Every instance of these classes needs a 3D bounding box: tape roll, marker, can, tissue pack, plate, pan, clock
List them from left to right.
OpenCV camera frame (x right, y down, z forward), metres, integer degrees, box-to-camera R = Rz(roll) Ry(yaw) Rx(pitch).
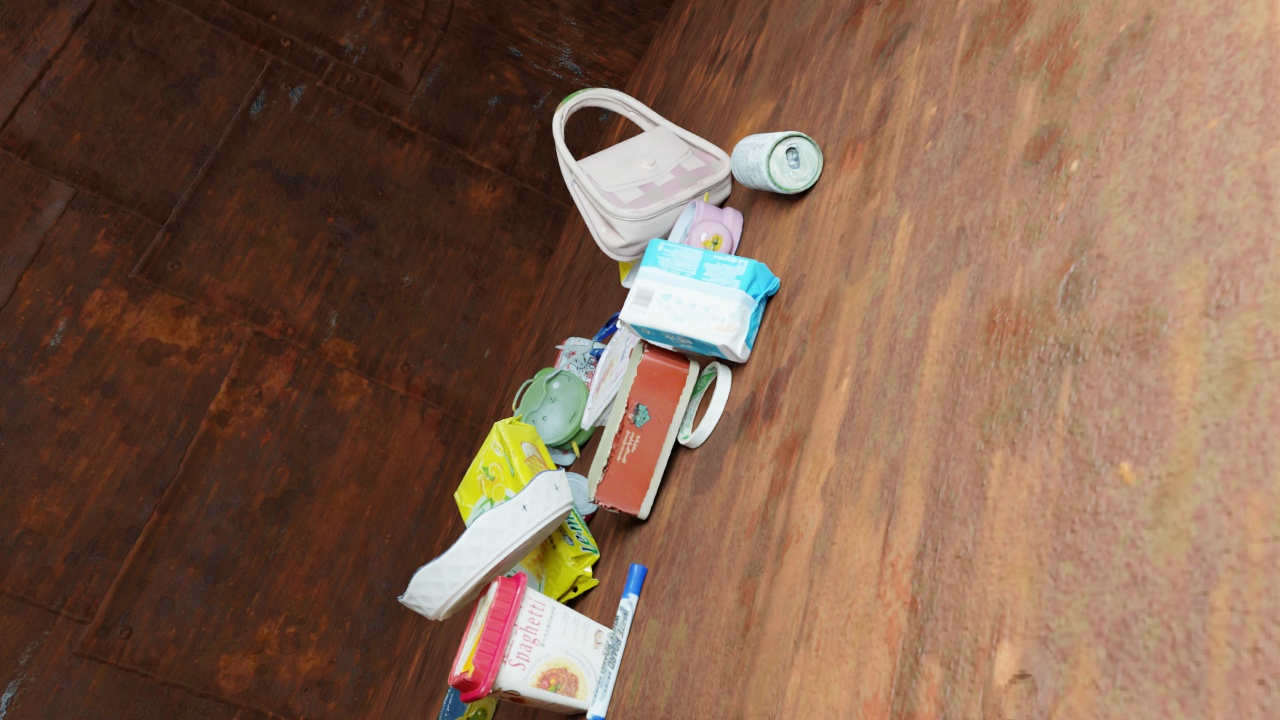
[{"bbox_3d":[-0.235,0.462,1.193,0.197,0.078,0.358,-67,12,-5],"label":"pan"},{"bbox_3d":[-0.145,0.187,0.917,0.204,0.045,0.205,-39,-10,-8],"label":"plate"},{"bbox_3d":[-0.130,0.072,1.365,0.161,0.056,0.116,23,79,36],"label":"clock"},{"bbox_3d":[-0.100,0.195,1.154,0.094,0.066,0.066,-57,15,35],"label":"can"},{"bbox_3d":[-0.021,0.253,0.821,0.017,0.017,0.145,-44,25,60],"label":"marker"},{"bbox_3d":[0.051,-0.055,0.853,0.090,0.140,0.063,-68,-28,-13],"label":"tissue pack"},{"bbox_3d":[0.067,-0.122,1.061,0.117,0.060,0.158,-60,15,28],"label":"clock"},{"bbox_3d":[0.061,0.043,0.880,0.086,0.014,0.085,-60,13,24],"label":"tape roll"},{"bbox_3d":[0.134,-0.199,0.923,0.058,0.058,0.146,-64,12,8],"label":"can"}]

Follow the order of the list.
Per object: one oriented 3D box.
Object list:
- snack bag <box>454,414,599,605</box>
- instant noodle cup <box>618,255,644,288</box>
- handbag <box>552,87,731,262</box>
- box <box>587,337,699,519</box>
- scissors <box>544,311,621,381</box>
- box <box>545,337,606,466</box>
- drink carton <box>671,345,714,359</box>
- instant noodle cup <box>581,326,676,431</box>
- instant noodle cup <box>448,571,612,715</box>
[{"bbox_3d":[-0.134,0.198,1.087,0.158,0.068,0.246,-57,49,34],"label":"snack bag"},{"bbox_3d":[0.021,-0.159,1.235,0.116,0.116,0.123,126,152,-47],"label":"instant noodle cup"},{"bbox_3d":[-0.016,-0.256,1.169,0.192,0.234,0.094,-29,-20,-27],"label":"handbag"},{"bbox_3d":[-0.007,0.065,0.927,0.091,0.077,0.168,-111,40,-78],"label":"box"},{"bbox_3d":[-0.068,-0.019,1.342,0.173,0.012,0.162,-39,30,-9],"label":"scissors"},{"bbox_3d":[-0.104,0.066,1.435,0.098,0.095,0.201,7,73,42],"label":"box"},{"bbox_3d":[0.049,-0.061,0.945,0.046,0.053,0.122,-50,39,36],"label":"drink carton"},{"bbox_3d":[-0.007,0.007,1.133,0.174,0.060,0.137,-51,19,46],"label":"instant noodle cup"},{"bbox_3d":[-0.100,0.274,0.863,0.117,0.124,0.116,-47,23,58],"label":"instant noodle cup"}]
